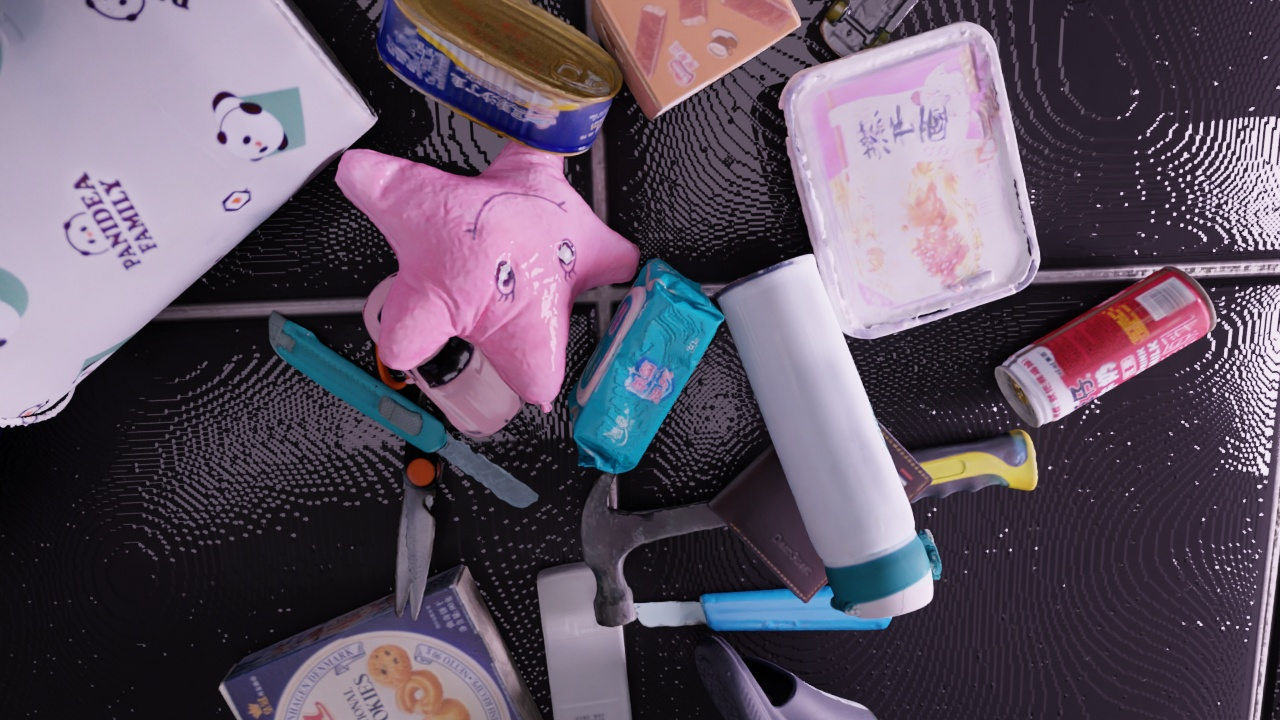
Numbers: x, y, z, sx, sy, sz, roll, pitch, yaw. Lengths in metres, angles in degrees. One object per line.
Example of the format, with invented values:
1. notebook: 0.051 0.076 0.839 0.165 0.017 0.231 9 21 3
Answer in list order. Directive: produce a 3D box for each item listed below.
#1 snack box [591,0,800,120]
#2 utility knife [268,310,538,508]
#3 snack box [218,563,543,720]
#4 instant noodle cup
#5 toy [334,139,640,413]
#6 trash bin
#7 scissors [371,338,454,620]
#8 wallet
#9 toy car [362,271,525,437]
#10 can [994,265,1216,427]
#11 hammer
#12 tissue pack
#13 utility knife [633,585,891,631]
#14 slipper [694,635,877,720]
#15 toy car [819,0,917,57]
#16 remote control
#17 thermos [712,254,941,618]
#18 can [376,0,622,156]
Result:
1. snack box: 0.029 -0.204 0.549 0.094 0.092 0.077 -31 101 3
2. utility knife: -0.159 0.033 0.596 0.223 0.013 0.029 31 106 11
3. snack box: -0.173 0.264 0.661 0.182 0.045 0.178 -24 101 1
4. instant noodle cup: 0.167 -0.113 0.594 0.138 0.060 0.173 -17 101 1
5. toy: -0.076 -0.056 0.560 0.194 0.075 0.178 -18 93 -37
6. trash bin: -0.298 -0.129 0.489 0.252 0.229 0.229 -36 101 -1
7. scissors: -0.157 0.058 0.617 0.143 0.021 0.235 29 93 3
8. wallet: 0.120 0.088 0.616 0.122 0.020 0.096 -44 93 0
9. toy car: -0.125 -0.004 0.584 0.056 0.037 0.122 -44 89 5
10. can: 0.314 -0.008 0.626 0.133 0.053 0.053 -31 102 3
11. hammer: 0.117 0.092 0.641 0.323 0.032 0.126 -10 92 -3
12. tissue pack: -0.004 0.003 0.592 0.050 0.093 0.133 28 98 -12
13. utility knife: 0.091 0.182 0.672 0.194 0.018 0.034 -1 90 -2
14. slipper: 0.132 0.284 0.661 0.083 0.111 0.268 -37 107 -12
15. toy car: 0.152 -0.231 0.580 0.042 0.035 0.090 38 98 -8
16. remote control: -0.040 0.219 0.670 0.058 0.021 0.150 -6 102 -5
17. thermos: 0.119 0.049 0.570 0.073 0.073 0.224 -21 87 1
18. can: -0.086 -0.181 0.552 0.148 0.074 0.049 27 138 -5
